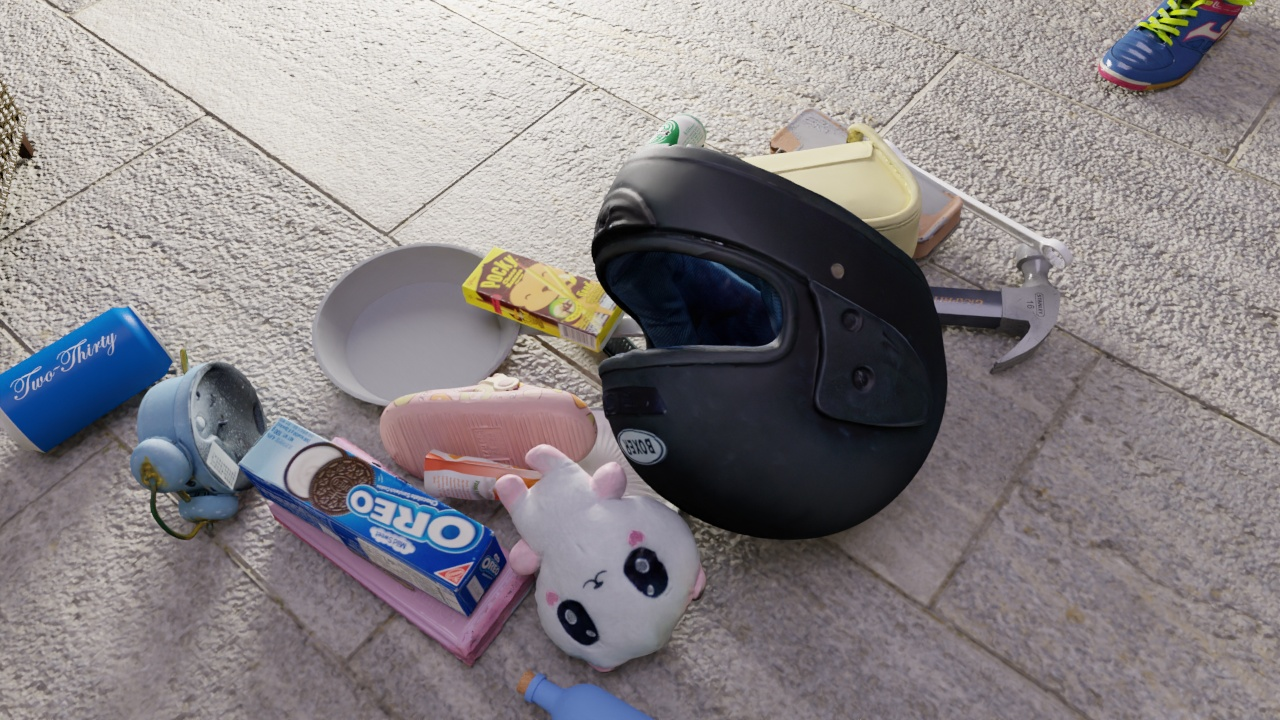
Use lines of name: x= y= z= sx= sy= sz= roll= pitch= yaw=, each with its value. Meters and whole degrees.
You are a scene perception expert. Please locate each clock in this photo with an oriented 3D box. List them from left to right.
clock: x=-0.378 y=0.075 z=0.788 sx=0.060 sy=0.118 sz=0.161 roll=-11 pitch=48 yaw=8

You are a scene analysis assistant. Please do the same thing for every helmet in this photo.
helmet: x=0.084 y=0.009 z=0.714 sx=0.316 sy=0.250 sz=0.235 roll=29 pitch=73 yaw=-23

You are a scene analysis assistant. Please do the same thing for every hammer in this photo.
hammer: x=0.247 y=-0.063 z=0.907 sx=0.313 sy=0.035 sz=0.139 roll=5 pitch=64 yaw=8

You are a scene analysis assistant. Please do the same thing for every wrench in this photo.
wrench: x=0.330 y=-0.163 z=0.936 sx=0.009 sy=0.047 sz=0.273 roll=-38 pitch=44 yaw=-3

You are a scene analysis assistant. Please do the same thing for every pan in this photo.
pan: x=-0.138 y=-0.029 z=0.892 sx=0.357 sy=0.051 sz=0.200 roll=4 pitch=55 yaw=3

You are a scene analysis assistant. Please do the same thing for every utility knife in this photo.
utility knife: x=-0.005 y=0.005 z=0.881 sx=0.028 sy=0.020 sz=0.213 roll=-34 pitch=59 yaw=-17

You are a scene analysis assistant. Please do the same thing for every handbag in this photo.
handbag: x=0.152 y=-0.151 z=0.910 sx=0.233 sy=0.089 sz=0.190 roll=-5 pitch=49 yaw=10

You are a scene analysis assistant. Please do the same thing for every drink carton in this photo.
drink carton: x=-0.114 y=0.101 z=0.765 sx=0.122 sy=0.069 sz=0.038 roll=7 pitch=61 yaw=3

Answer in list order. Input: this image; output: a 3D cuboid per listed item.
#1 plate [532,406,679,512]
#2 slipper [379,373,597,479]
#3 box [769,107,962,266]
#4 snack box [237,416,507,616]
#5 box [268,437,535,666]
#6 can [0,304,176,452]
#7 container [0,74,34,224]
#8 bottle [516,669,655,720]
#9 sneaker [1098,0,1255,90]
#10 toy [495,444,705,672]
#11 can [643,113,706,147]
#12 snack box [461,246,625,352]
plate: x=-0.039 y=0.109 z=0.812 sx=0.157 sy=0.014 sz=0.156 roll=-1 pitch=55 yaw=1
slipper: x=-0.131 y=0.048 z=0.805 sx=0.197 sy=0.093 sz=0.081 roll=-6 pitch=36 yaw=15
box: x=0.235 y=-0.190 z=0.977 sx=0.081 sy=0.063 sz=0.216 roll=-44 pitch=63 yaw=-7
snack box: x=-0.218 y=0.123 z=0.740 sx=0.226 sy=0.060 sz=0.059 roll=25 pitch=59 yaw=20
box: x=-0.204 y=0.155 z=0.775 sx=0.233 sy=0.037 sz=0.098 roll=28 pitch=65 yaw=20
can: x=-0.521 y=0.016 z=0.856 sx=0.145 sy=0.079 sz=0.079 roll=-39 pitch=62 yaw=-23
container: x=-0.763 y=-0.195 z=0.937 sx=0.176 sy=0.205 sz=0.320 roll=-11 pitch=55 yaw=-6
bottle: x=-0.033 y=0.268 z=0.677 sx=0.131 sy=0.048 sz=0.047 roll=24 pitch=59 yaw=18
sneaker: x=0.649 y=-0.415 z=1.114 sx=0.241 sy=0.091 sz=0.116 roll=-36 pitch=63 yaw=-20
toy: x=-0.036 y=0.145 z=0.707 sx=0.139 sy=0.101 sz=0.179 roll=-40 pitch=95 yaw=7
can: x=0.031 y=-0.230 z=1.027 sx=0.053 sy=0.053 sz=0.101 roll=26 pitch=60 yaw=19
snack box: x=-0.091 y=-0.060 z=0.871 sx=0.149 sy=0.026 sz=0.061 roll=20 pitch=56 yaw=17
